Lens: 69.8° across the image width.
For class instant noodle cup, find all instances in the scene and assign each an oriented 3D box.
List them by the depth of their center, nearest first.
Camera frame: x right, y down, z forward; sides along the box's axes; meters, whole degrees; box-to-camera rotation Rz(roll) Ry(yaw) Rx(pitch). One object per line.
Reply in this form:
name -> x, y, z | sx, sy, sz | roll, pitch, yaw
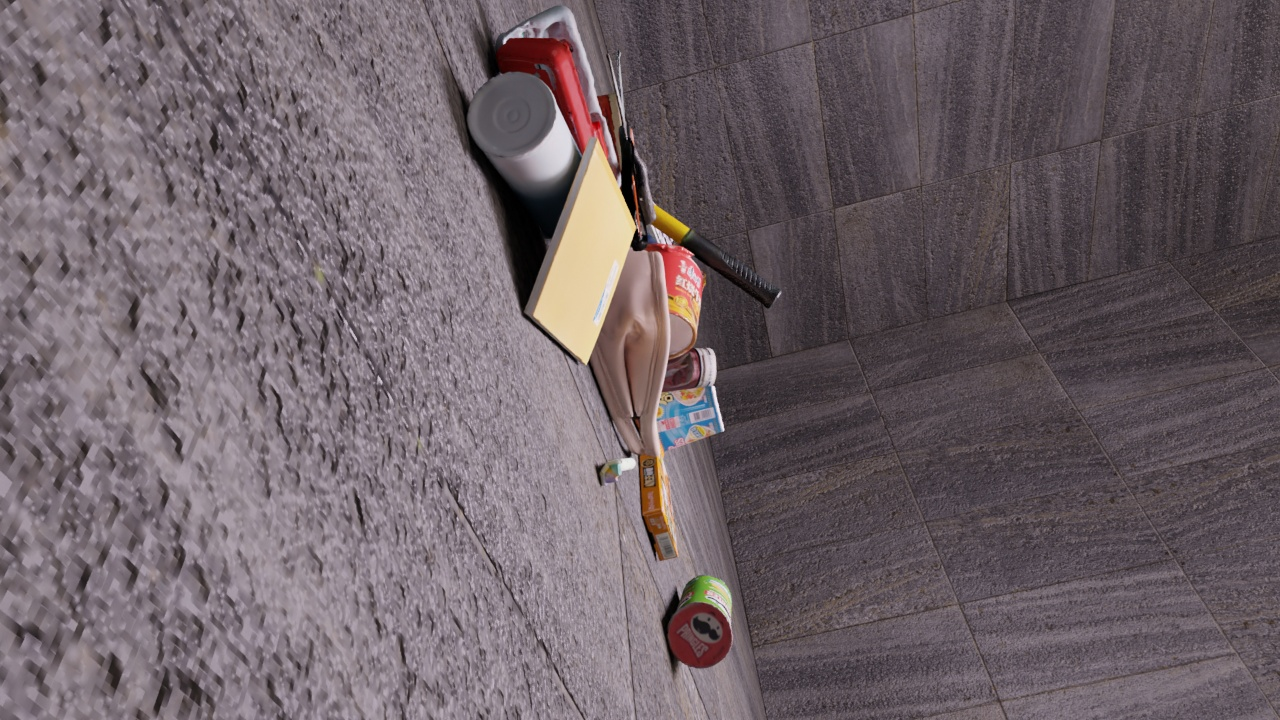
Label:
instant noodle cup -> 0.020, -0.073, 1.244 | 0.138, 0.138, 0.108 | 69, 18, -52
instant noodle cup -> 0.063, 0.083, 1.360 | 0.099, 0.110, 0.099 | -12, 89, -84

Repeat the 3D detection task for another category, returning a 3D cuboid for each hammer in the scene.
hammer -> 0.063, -0.169, 1.263 | 0.301, 0.033, 0.129 | 35, -2, 1

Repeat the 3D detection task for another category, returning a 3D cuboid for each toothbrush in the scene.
toothbrush -> -0.020, 0.107, 0.915 | 0.020, 0.029, 0.189 | 36, -1, 6

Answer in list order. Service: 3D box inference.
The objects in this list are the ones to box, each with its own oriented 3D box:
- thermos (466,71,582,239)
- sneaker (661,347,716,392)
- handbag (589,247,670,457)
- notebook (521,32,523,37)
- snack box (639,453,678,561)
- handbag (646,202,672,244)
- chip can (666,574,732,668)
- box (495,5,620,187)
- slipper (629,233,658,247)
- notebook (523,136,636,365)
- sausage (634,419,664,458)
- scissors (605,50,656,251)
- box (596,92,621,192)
thermos -> -0.073, -0.150, 0.734 | 0.220, 0.070, 0.070 | 50, 26, -76
sneaker -> 0.045, 0.024, 1.479 | 0.241, 0.087, 0.118 | 150, -60, -73
handbag -> -0.006, 0.006, 1.048 | 0.193, 0.093, 0.234 | -94, 177, -56
notebook -> -0.101, -0.236, 0.978 | 0.150, 0.012, 0.209 | -97, 171, -62
snack box -> 0.021, 0.170, 1.134 | 0.153, 0.026, 0.075 | -94, 168, -62
handbag -> -0.006, -0.222, 1.527 | 0.197, 0.098, 0.145 | -32, 100, -83
chip can -> 0.076, 0.311, 1.113 | 0.236, 0.072, 0.072 | 44, 32, -82
box -> -0.061, -0.222, 0.861 | 0.100, 0.095, 0.202 | -51, 142, -32
slipper -> 0.039, -0.113, 1.382 | 0.252, 0.095, 0.105 | 30, 72, -63
notebook -> -0.044, -0.081, 0.775 | 0.206, 0.010, 0.145 | 51, 58, -77
sausage -> 0.010, 0.097, 1.239 | 0.165, 0.021, 0.021 | 68, 9, -55
scissors -> -0.008, -0.212, 0.958 | 0.221, 0.022, 0.233 | 66, 18, -69
box -> -0.052, -0.219, 1.068 | 0.091, 0.077, 0.168 | -94, 174, -78
